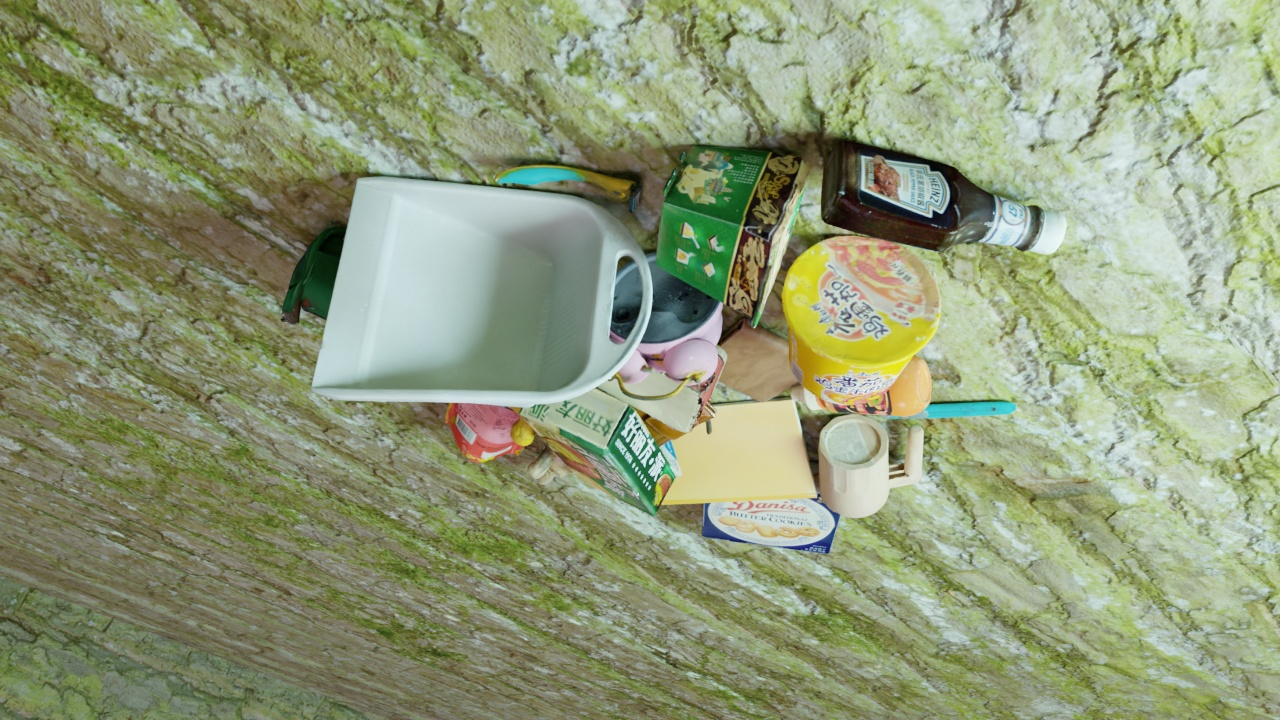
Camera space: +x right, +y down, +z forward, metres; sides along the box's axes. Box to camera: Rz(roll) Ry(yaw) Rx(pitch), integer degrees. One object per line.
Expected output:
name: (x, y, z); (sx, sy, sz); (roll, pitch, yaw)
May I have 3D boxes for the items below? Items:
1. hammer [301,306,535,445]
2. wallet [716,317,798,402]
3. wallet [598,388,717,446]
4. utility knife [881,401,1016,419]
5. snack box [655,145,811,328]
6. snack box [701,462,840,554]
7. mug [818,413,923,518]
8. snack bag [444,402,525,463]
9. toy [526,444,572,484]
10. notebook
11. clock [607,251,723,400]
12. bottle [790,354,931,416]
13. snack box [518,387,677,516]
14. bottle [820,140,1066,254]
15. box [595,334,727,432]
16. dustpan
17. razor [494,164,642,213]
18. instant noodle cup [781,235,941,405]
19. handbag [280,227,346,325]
hammer: (-0.238, -0.008, 1.037); (0.300, 0.032, 0.129); (25, 130, -2)
wallet: (0.125, 0.003, 1.007); (0.101, 0.020, 0.116); (25, 145, -15)
wallet: (0.019, 0.055, 1.084); (0.119, 0.035, 0.131); (43, 135, -13)
utility knife: (0.338, 0.056, 1.024); (0.151, 0.013, 0.029); (-4, 148, 21)
snack box: (0.075, -0.117, 0.789); (0.105, 0.118, 0.118); (20, 145, 10)
snack box: (0.174, 0.193, 1.231); (0.178, 0.045, 0.183); (6, 145, 8)
mug: (0.271, 0.120, 1.081); (0.125, 0.084, 0.104); (-11, 140, 5)
snack bag: (-0.171, 0.044, 1.111); (0.128, 0.073, 0.208); (26, 138, -3)
toy: (-0.105, 0.120, 1.204); (0.105, 0.066, 0.158); (-14, 156, -22)
notebook: (0.102, 0.115, 1.126); (0.207, 0.010, 0.146); (-7, 118, 23)
clock: (0.021, -0.029, 0.870); (0.117, 0.158, 0.060); (1, 143, 16)
bottle: (0.231, 0.030, 0.982); (0.150, 0.066, 0.067); (-6, 142, 34)
snack box: (-0.042, 0.099, 1.056); (0.114, 0.063, 0.240); (23, 162, 23)
bottle: (0.246, -0.124, 0.745); (0.195, 0.079, 0.044); (12, 148, -4)
box: (-0.006, 0.005, 0.954); (0.168, 0.080, 0.091); (27, 145, 9)
dustpan: (-0.133, -0.064, 0.824); (0.257, 0.222, 0.143); (14, 158, -23)
razor: (-0.065, -0.160, 0.825); (0.132, 0.028, 0.043); (8, 174, 0)
instant noodle cup: (0.197, -0.029, 0.853); (0.138, 0.137, 0.110); (6, 152, 8)
handbag: (-0.292, -0.065, 0.942); (0.131, 0.120, 0.068); (27, 136, -18)
